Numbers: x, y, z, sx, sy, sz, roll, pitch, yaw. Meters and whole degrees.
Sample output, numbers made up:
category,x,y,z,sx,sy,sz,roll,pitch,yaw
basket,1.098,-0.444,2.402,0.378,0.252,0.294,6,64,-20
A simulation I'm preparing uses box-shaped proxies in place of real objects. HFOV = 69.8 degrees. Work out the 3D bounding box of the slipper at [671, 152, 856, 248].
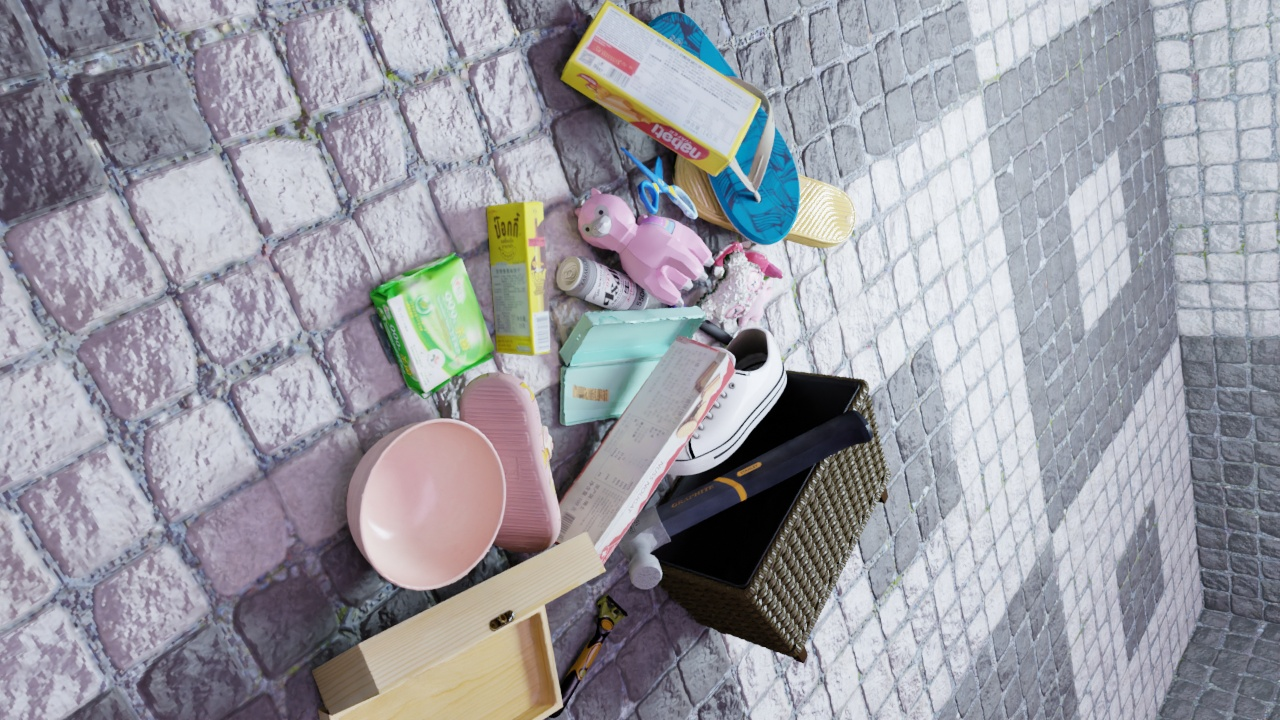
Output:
category,x,y,z,sx,sy,sz,roll,pitch,yaw
slipper,0.148,-0.200,1.154,0.263,0.078,0.099,12,85,-23

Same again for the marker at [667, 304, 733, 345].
category,x,y,z,sx,sy,sz,roll,pitch,yaw
marker,0.078,-0.044,1.145,0.134,0.015,0.018,29,88,-43

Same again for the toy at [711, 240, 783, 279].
category,x,y,z,sx,sy,sz,roll,pitch,yaw
toy,0.128,-0.125,1.164,0.102,0.066,0.050,27,41,-41

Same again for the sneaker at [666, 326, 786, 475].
category,x,y,z,sx,sy,sz,roll,pitch,yaw
sneaker,0.091,0.038,1.104,0.244,0.091,0.097,-39,125,-33

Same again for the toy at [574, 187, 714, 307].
category,x,y,z,sx,sy,sz,roll,pitch,yaw
toy,0.003,-0.131,1.012,0.157,0.067,0.123,39,26,-7

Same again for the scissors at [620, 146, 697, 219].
category,x,y,z,sx,sy,sz,roll,pitch,yaw
scissors,0.022,-0.197,1.035,0.127,0.013,0.125,42,32,-30

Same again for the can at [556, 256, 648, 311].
category,x,y,z,sx,sy,sz,roll,pitch,yaw
can,-0.040,-0.080,1.002,0.106,0.044,0.044,18,80,-45

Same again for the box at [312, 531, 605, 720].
category,x,y,z,sx,sy,sz,roll,pitch,yaw
box,-0.172,0.288,0.868,0.247,0.119,0.253,-17,129,-43

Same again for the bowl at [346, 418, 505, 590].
category,x,y,z,sx,sy,sz,roll,pitch,yaw
bowl,-0.204,0.125,0.831,0.152,0.076,0.153,-3,94,-45

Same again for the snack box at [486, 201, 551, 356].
category,x,y,z,sx,sy,sz,roll,pitch,yaw
snack box,-0.120,-0.080,0.909,0.025,0.061,0.149,-10,101,-45

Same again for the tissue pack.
category,x,y,z,sx,sy,sz,roll,pitch,yaw
tissue pack,-0.194,-0.034,0.859,0.099,0.034,0.114,-36,119,-39

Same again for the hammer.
category,x,y,z,sx,sy,sz,roll,pitch,yaw
hammer,0.118,0.142,1.039,0.312,0.139,0.035,-26,118,1

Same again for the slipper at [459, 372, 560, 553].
category,x,y,z,sx,sy,sz,roll,pitch,yaw
slipper,-0.127,0.095,0.910,0.081,0.093,0.197,-67,151,-64

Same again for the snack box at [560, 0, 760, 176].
category,x,y,z,sx,sy,sz,roll,pitch,yaw
snack box,0.024,-0.291,0.985,0.200,0.042,0.092,30,69,-10

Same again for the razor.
category,x,y,z,sx,sy,sz,roll,pitch,yaw
razor,-0.063,0.335,1.031,0.143,0.021,0.044,-56,128,-24

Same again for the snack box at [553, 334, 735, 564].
category,x,y,z,sx,sy,sz,roll,pitch,yaw
snack box,0.000,0.096,1.003,0.272,0.077,0.044,-55,142,-16

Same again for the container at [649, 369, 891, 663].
category,x,y,z,sx,sy,sz,roll,pitch,yaw
container,0.173,0.198,1.152,0.320,0.177,0.205,-54,131,-28

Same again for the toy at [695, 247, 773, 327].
category,x,y,z,sx,sy,sz,roll,pitch,yaw
toy,0.127,-0.081,1.140,0.108,0.041,0.096,20,108,-43

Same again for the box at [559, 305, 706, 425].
category,x,y,z,sx,sy,sz,roll,pitch,yaw
box,-0.012,0.002,1.042,0.186,0.055,0.138,-4,124,-46

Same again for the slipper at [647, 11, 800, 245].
category,x,y,z,sx,sy,sz,roll,pitch,yaw
slipper,0.107,-0.272,1.062,0.118,0.060,0.295,-40,105,-18
